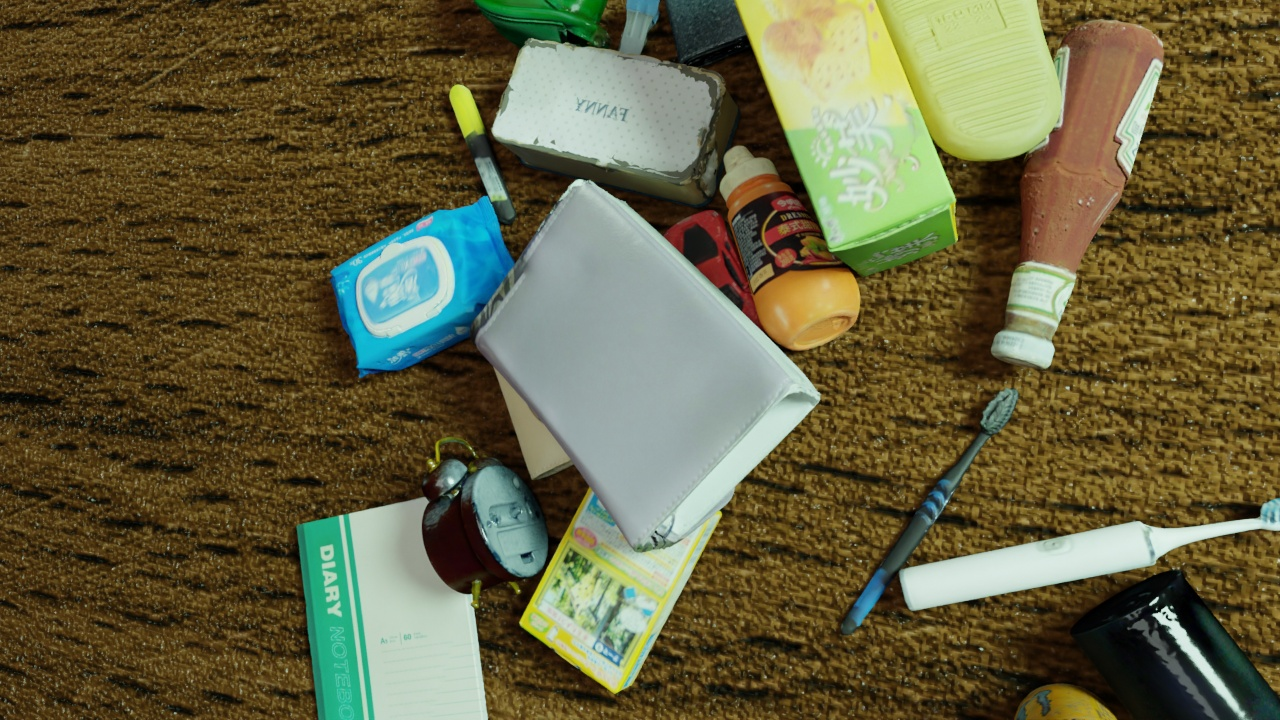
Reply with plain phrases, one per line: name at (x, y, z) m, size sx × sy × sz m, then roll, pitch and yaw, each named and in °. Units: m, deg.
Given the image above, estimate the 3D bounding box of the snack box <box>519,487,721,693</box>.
snack box at (-0.015, 0.144, 0.633) m, size 0.087 × 0.033 × 0.140 m, roll 28°, pitch 91°, yaw 21°

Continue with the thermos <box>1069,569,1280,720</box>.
thermos at (0.321, 0.234, 0.468) m, size 0.089 × 0.069 × 0.242 m, roll -25°, pitch 71°, yaw -21°

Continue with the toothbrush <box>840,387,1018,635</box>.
toothbrush at (0.180, 0.096, 0.576) m, size 0.014 × 0.016 × 0.189 m, roll 37°, pitch 97°, yaw 29°

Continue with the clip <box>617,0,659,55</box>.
clip at (-0.004, -0.243, 0.685) m, size 0.027 × 0.045 × 0.058 m, roll 16°, pitch 93°, yaw -5°

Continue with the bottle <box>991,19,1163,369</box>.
bottle at (0.256, -0.097, 0.551) m, size 0.060 × 0.059 × 0.206 m, roll 16°, pitch 89°, yaw 21°

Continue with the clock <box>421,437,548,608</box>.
clock at (-0.113, 0.109, 0.648) m, size 0.055 × 0.082 × 0.122 m, roll -27°, pitch 77°, yaw 21°

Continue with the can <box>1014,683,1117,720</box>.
can at (0.225, 0.208, 0.473) m, size 0.058 × 0.146 × 0.058 m, roll -3°, pitch 81°, yaw 20°

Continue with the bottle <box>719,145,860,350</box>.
bottle at (0.091, -0.082, 0.612) m, size 0.067 × 0.066 × 0.149 m, roll -28°, pitch 67°, yaw 15°

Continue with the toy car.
toy car at (0.051, -0.052, 0.636) m, size 0.049 × 0.031 × 0.106 m, roll -23°, pitch 78°, yaw 17°

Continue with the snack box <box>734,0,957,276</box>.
snack box at (0.118, -0.162, 0.545) m, size 0.070 × 0.157 × 0.210 m, roll -21°, pitch 83°, yaw 18°

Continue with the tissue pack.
tissue pack at (-0.167, -0.056, 0.705) m, size 0.157 × 0.052 × 0.095 m, roll -24°, pitch 75°, yaw 16°

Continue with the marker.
marker at (-0.124, -0.163, 0.725) m, size 0.018 × 0.015 × 0.124 m, roll -26°, pitch 78°, yaw 16°

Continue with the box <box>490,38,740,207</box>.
box at (-0.025, -0.174, 0.667) m, size 0.184 × 0.059 × 0.090 m, roll 20°, pitch 89°, yaw 24°

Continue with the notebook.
notebook at (-0.190, 0.216, 0.700) m, size 0.151 × 0.012 × 0.209 m, roll -14°, pitch 79°, yaw 19°

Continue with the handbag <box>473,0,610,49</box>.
handbag at (-0.059, -0.302, 0.690) m, size 0.120 × 0.068 × 0.131 m, roll 20°, pitch 90°, yaw 21°

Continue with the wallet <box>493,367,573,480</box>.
wallet at (-0.060, 0.019, 0.672) m, size 0.087 × 0.024 × 0.115 m, roll -25°, pitch 73°, yaw 13°

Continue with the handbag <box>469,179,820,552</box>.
handbag at (-0.003, 0.004, 0.594) m, size 0.145 × 0.098 × 0.197 m, roll -46°, pitch 68°, yaw 9°

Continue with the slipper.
slipper at (0.199, -0.190, 0.570) m, size 0.092 × 0.082 × 0.190 m, roll -9°, pitch 62°, yaw 10°

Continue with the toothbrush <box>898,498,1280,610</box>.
toothbrush at (0.264, 0.113, 0.535) m, size 0.221 × 0.026 × 0.026 m, roll -16°, pitch 119°, yaw 18°

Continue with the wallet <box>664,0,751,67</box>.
wallet at (0.074, -0.275, 0.662) m, size 0.121 × 0.019 × 0.097 m, roll -16°, pitch 77°, yaw 19°
